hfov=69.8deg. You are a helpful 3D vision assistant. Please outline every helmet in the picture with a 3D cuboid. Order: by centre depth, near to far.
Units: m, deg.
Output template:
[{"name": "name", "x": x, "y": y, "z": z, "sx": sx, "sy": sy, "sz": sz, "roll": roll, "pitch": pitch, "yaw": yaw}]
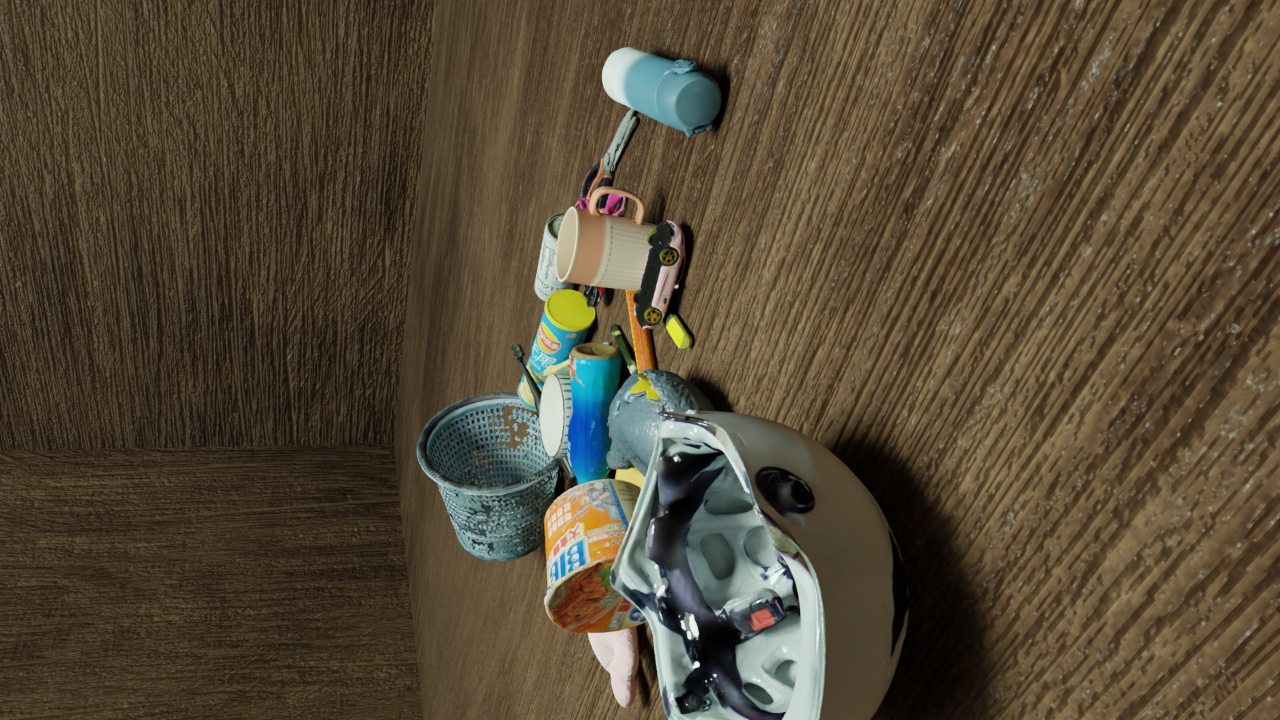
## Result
[{"name": "helmet", "x": 0.097, "y": 0.154, "z": 0.647, "sx": 0.258, "sy": 0.145, "sz": 0.229, "roll": 49, "pitch": 136, "yaw": 47}]

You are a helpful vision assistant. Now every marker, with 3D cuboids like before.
[{"name": "marker", "x": 0.032, "y": -0.047, "z": 1.006, "sx": 0.124, "sy": 0.015, "sz": 0.018, "roll": -117, "pitch": 40, "yaw": -56}]

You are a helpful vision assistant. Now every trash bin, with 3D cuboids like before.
[{"name": "trash bin", "x": -0.217, "y": 0.192, "z": 1.415, "sx": 0.226, "sy": 0.226, "sz": 0.195, "roll": -116, "pitch": 21, "yaw": -50}]

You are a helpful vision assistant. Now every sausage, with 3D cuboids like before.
[{"name": "sausage", "x": -0.001, "y": -0.041, "z": 1.078, "sx": 0.022, "sy": 0.021, "sz": 0.165, "roll": 128, "pitch": 138, "yaw": -58}]

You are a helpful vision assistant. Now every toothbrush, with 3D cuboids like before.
[{"name": "toothbrush", "x": -0.007, "y": 0.006, "z": 1.107, "sx": 0.185, "sy": 0.017, "sz": 0.012, "roll": -117, "pitch": 31, "yaw": -54}, {"name": "toothbrush", "x": -0.136, "y": 0.071, "z": 1.317, "sx": 0.027, "sy": 0.026, "sz": 0.212, "roll": -35, "pitch": 79, "yaw": 49}]

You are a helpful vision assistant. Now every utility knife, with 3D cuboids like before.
[{"name": "utility knife", "x": -0.089, "y": 0.006, "z": 1.263, "sx": 0.163, "sy": 0.018, "sz": 0.031, "roll": -26, "pitch": 99, "yaw": 42}]

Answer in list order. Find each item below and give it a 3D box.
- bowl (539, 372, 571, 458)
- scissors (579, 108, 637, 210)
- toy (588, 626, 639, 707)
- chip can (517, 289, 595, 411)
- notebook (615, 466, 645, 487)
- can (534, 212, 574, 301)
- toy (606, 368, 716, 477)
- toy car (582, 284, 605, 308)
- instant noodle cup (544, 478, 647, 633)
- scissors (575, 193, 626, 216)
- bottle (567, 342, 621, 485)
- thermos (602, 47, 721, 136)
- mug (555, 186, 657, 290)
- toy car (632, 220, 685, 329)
[{"name": "bowl", "x": -0.092, "y": 0.075, "z": 1.252, "sx": 0.117, "sy": 0.066, "sz": 0.116, "roll": 180, "pitch": 90, "yaw": -68}, {"name": "scissors", "x": -0.042, "y": -0.241, "z": 1.203, "sx": 0.206, "sy": 0.015, "sz": 0.193, "roll": -149, "pitch": 63, "yaw": -67}, {"name": "toy", "x": -0.031, "y": 0.334, "z": 1.103, "sx": 0.159, "sy": 0.054, "sz": 0.121, "roll": -116, "pitch": 25, "yaw": -52}, {"name": "chip can", "x": -0.126, "y": -0.010, "z": 1.337, "sx": 0.211, "sy": 0.071, "sz": 0.071, "roll": 117, "pitch": 147, "yaw": -49}, {"name": "notebook", "x": -0.007, "y": 0.178, "z": 1.105, "sx": 0.146, "sy": 0.010, "sz": 0.206, "roll": -128, "pitch": 43, "yaw": -59}, {"name": "can", "x": -0.115, "y": -0.144, "z": 1.310, "sx": 0.147, "sy": 0.058, "sz": 0.058, "roll": 112, "pitch": 152, "yaw": -56}, {"name": "toy", "x": 0.025, "y": 0.078, "z": 0.917, "sx": 0.357, "sy": 0.091, "sz": 0.138, "roll": -166, "pitch": 68, "yaw": -70}, {"name": "toy car", "x": -0.060, "y": -0.119, "z": 1.222, "sx": 0.049, "sy": 0.031, "sz": 0.106, "roll": 123, "pitch": 147, "yaw": -55}, {"name": "instant noodle cup", "x": -0.036, "y": 0.207, "z": 0.988, "sx": 0.111, "sy": 0.151, "sz": 0.152, "roll": -107, "pitch": 27, "yaw": -43}, {"name": "scissors", "x": -0.061, "y": -0.171, "z": 1.195, "sx": 0.133, "sy": 0.017, "sz": 0.135, "roll": -59, "pitch": 44, "yaw": 22}, {"name": "bottle", "x": -0.061, "y": 0.089, "z": 1.167, "sx": 0.065, "sy": 0.065, "sz": 0.219, "roll": -137, "pitch": 47, "yaw": -63}, {"name": "thermos", "x": 0.021, "y": -0.290, "z": 0.971, "sx": 0.220, "sy": 0.070, "sz": 0.070, "roll": -131, "pitch": 46, "yaw": -60}, {"name": "mug", "x": -0.031, "y": -0.137, "z": 1.037, "sx": 0.081, "sy": 0.105, "sz": 0.115, "roll": -123, "pitch": 44, "yaw": -60}, {"name": "toy car", "x": 0.022, "y": -0.091, "z": 0.995, "sx": 0.056, "sy": 0.037, "sz": 0.123, "roll": -117, "pitch": 37, "yaw": -55}]
